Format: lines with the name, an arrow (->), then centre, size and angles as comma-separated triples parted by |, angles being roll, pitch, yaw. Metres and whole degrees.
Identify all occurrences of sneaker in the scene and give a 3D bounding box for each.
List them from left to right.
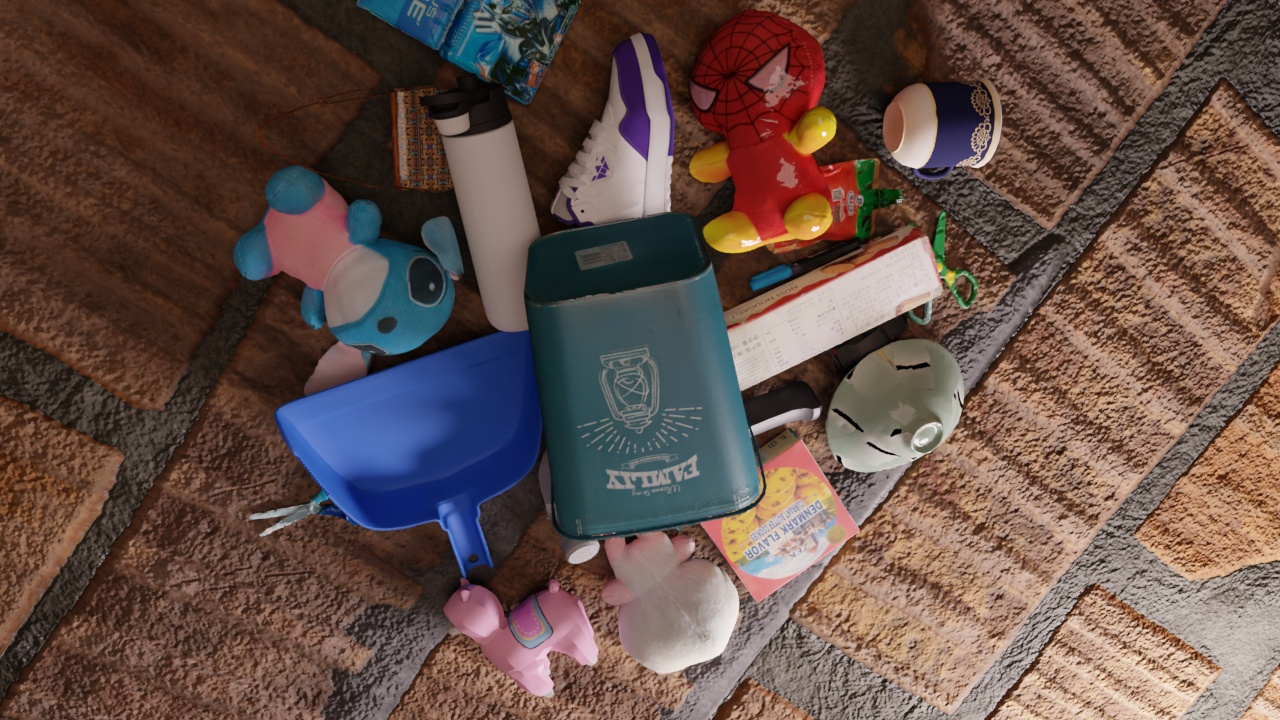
sneaker -> -0.030, -0.174, 0.852 | 0.111, 0.091, 0.244 | -4, 113, -7

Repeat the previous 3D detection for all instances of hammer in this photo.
hammer -> 0.046, 0.091, 0.942 | 0.312, 0.139, 0.035 | -18, 145, -15

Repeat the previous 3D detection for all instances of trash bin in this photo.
trash bin -> -0.005, 0.005, 0.807 | 0.196, 0.199, 0.219 | -10, 119, 1

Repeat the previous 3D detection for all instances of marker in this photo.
marker -> 0.170, -0.101, 0.946 | 0.123, 0.018, 0.015 | -23, 108, 1

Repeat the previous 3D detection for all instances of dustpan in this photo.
dustpan -> -0.194, 0.116, 0.913 | 0.245, 0.059, 0.258 | -19, 132, -14

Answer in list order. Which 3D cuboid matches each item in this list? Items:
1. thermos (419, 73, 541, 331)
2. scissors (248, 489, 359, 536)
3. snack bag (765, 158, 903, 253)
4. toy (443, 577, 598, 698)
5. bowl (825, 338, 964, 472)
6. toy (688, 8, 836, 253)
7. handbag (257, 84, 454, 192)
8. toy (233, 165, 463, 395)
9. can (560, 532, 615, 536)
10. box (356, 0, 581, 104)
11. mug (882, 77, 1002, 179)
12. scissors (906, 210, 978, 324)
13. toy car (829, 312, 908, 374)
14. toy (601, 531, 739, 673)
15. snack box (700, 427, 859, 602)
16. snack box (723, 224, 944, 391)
thermos -> -0.134, -0.133, 0.817 | 0.069, 0.101, 0.230 | -2, 119, 15
scissors -> -0.328, 0.158, 0.929 | 0.135, 0.016, 0.083 | -28, 112, -1
snack bag -> 0.197, -0.157, 0.931 | 0.155, 0.044, 0.087 | -11, 118, -13
toy -> -0.128, 0.284, 0.984 | 0.123, 0.067, 0.157 | -39, 107, 0
bowl -> 0.291, 0.066, 0.986 | 0.174, 0.068, 0.174 | -8, 120, -15
toy -> 0.113, -0.212, 0.844 | 0.148, 0.098, 0.216 | -6, 90, 28
handbag -> -0.234, -0.186, 0.775 | 0.195, 0.043, 0.093 | -17, 114, -49
toy -> -0.268, -0.072, 0.829 | 0.191, 0.098, 0.225 | 37, 118, -17
can -> -0.027, 0.147, 0.961 | 0.124, 0.066, 0.067 | -10, 109, -9
box -> -0.115, -0.370, 0.784 | 0.175, 0.060, 0.244 | 26, 100, -18
mug -> 0.289, -0.223, 0.911 | 0.089, 0.085, 0.112 | -5, 143, -8
scissors -> 0.309, -0.096, 0.987 | 0.108, 0.012, 0.131 | -40, 112, 2
toy car -> 0.248, -0.024, 0.982 | 0.092, 0.036, 0.042 | -35, 111, 0
toy -> 0.027, 0.252, 0.995 | 0.138, 0.101, 0.179 | -34, 94, -13
snack box -> 0.148, 0.173, 1.020 | 0.142, 0.040, 0.145 | -35, 111, 0
snack box -> 0.175, -0.049, 0.951 | 0.273, 0.044, 0.077 | -26, 116, 0
